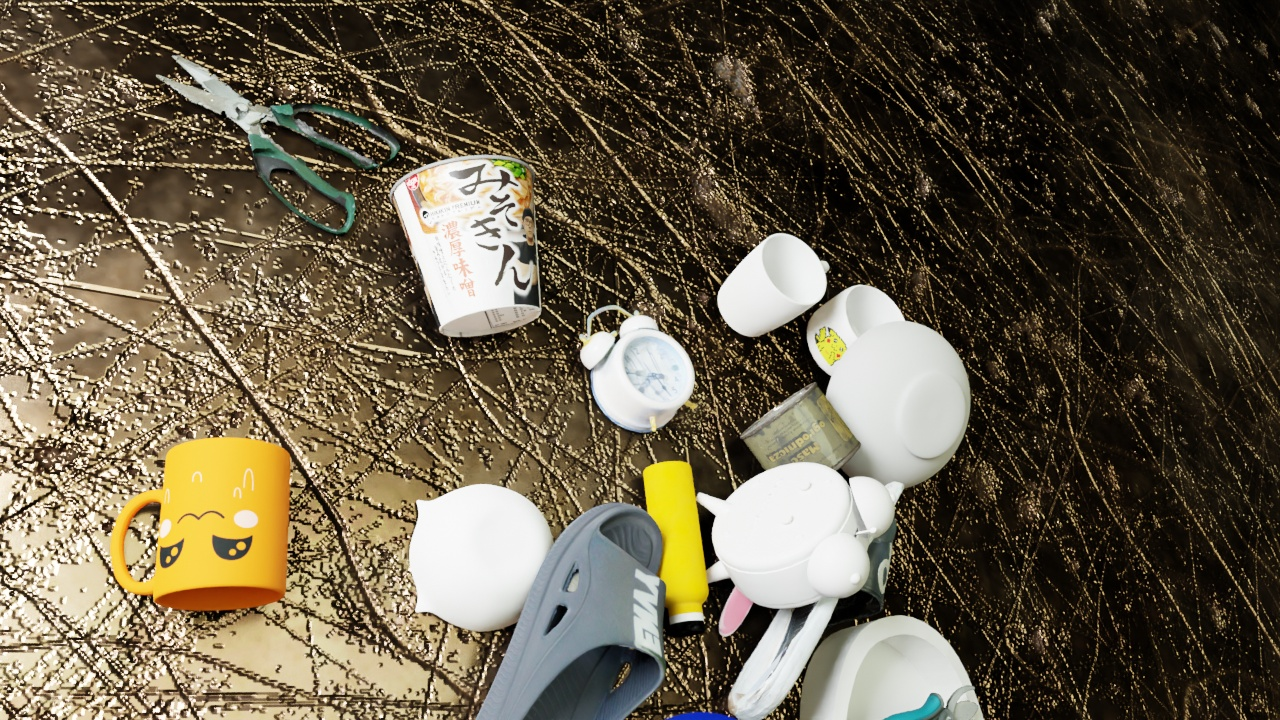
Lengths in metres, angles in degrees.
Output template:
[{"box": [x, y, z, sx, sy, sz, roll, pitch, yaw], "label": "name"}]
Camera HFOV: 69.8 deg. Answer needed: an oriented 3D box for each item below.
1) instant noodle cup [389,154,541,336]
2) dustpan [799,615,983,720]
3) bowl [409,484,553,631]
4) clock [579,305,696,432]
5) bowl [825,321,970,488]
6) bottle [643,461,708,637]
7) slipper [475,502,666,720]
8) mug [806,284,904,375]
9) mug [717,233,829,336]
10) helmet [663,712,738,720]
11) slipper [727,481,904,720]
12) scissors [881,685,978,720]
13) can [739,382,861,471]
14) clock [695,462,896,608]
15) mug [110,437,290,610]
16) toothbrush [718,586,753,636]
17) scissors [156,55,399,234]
[{"box": [-0.138, -0.090, 0.775, 0.123, 0.124, 0.121, -7, 79, -34], "label": "instant noodle cup"}, {"box": [0.239, 0.359, 0.803, 0.191, 0.053, 0.257, -3, 67, -33], "label": "dustpan"}, {"box": [-0.113, 0.145, 0.701, 0.114, 0.051, 0.114, 14, 59, -25], "label": "bowl"}, {"box": [-0.005, 0.005, 0.843, 0.088, 0.052, 0.125, -28, 79, -37], "label": "clock"}, {"box": [0.275, 0.050, 0.928, 0.176, 0.066, 0.176, -4, 100, -27], "label": "bowl"}, {"box": [0.032, 0.161, 0.787, 0.043, 0.043, 0.143, 7, 62, -29], "label": "bottle"}, {"box": [-0.038, 0.219, 0.668, 0.111, 0.083, 0.267, 54, 49, -33], "label": "slipper"}, {"box": [0.238, -0.018, 0.991, 0.094, 0.068, 0.115, -23, 79, -38], "label": "mug"}, {"box": [0.144, -0.077, 0.951, 0.114, 0.088, 0.081, -17, 76, -37], "label": "mug"}, {"box": [0.049, 0.362, 0.622, 0.240, 0.148, 0.227, -19, 72, -37], "label": "helmet"}, {"box": [0.169, 0.214, 0.803, 0.063, 0.111, 0.263, 42, 53, 6], "label": "slipper"}, {"box": [0.243, 0.324, 0.793, 0.126, 0.019, 0.154, 39, 59, -20], "label": "scissors"}, {"box": [0.153, 0.077, 0.875, 0.089, 0.090, 0.074, -33, 85, -39], "label": "can"}, {"box": [0.125, 0.141, 0.777, 0.125, 0.161, 0.073, -52, 122, -38], "label": "clock"}, {"box": [-0.291, 0.111, 0.604, 0.112, 0.078, 0.095, -7, 66, -1], "label": "mug"}, {"box": [0.102, 0.192, 0.831, 0.021, 0.016, 0.134, 39, 51, -6], "label": "toothbrush"}, {"box": [-0.304, -0.210, 0.792, 0.209, 0.015, 0.137, 42, 55, -8], "label": "scissors"}]
